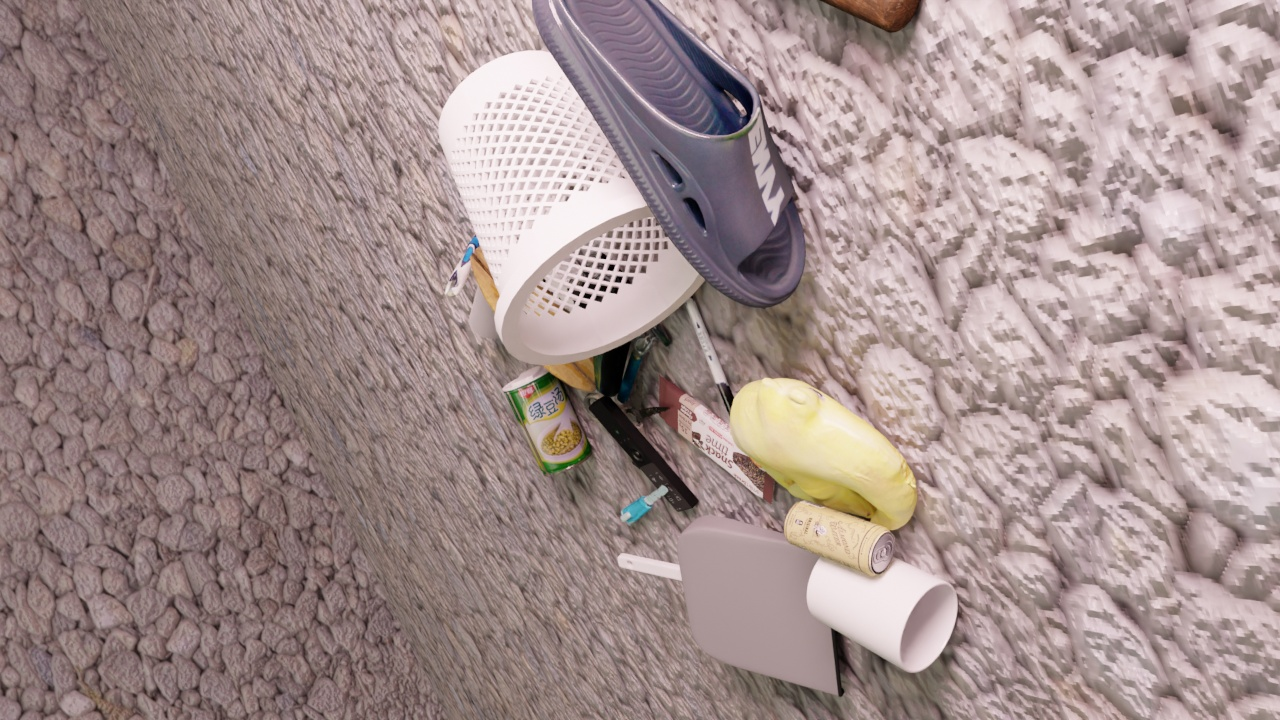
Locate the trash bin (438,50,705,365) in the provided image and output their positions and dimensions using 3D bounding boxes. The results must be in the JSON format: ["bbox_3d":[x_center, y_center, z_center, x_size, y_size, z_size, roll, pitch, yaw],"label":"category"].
[{"bbox_3d":[-0.065,-0.134,0.754,0.199,0.195,0.196,60,152,23],"label":"trash bin"}]

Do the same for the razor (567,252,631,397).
[{"bbox_3d":[-0.038,-0.031,0.890,0.053,0.067,0.152,-105,15,-55],"label":"razor"}]

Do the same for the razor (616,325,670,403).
[{"bbox_3d":[-0.005,0.005,0.924,0.042,0.022,0.144,52,150,18],"label":"razor"}]

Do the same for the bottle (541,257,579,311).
[{"bbox_3d":[-0.077,-0.083,0.938,0.116,0.041,0.041,51,149,17],"label":"bottle"}]

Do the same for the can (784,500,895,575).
[{"bbox_3d":[0.155,0.138,0.718,0.080,0.038,0.038,14,126,45],"label":"can"}]

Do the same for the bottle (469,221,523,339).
[{"bbox_3d":[-0.154,-0.093,1.038,0.052,0.052,0.196,54,149,13],"label":"bottle"}]

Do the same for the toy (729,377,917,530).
[{"bbox_3d":[0.137,0.069,0.715,0.171,0.064,0.155,19,148,45],"label":"toy"}]

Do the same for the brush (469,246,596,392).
[{"bbox_3d":[-0.106,-0.045,0.966,0.059,0.043,0.195,-34,108,20],"label":"brush"}]

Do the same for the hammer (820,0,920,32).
[{"bbox_3d":[0.047,-0.252,0.610,0.300,0.037,0.218,41,145,30],"label":"hammer"}]

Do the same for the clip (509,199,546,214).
[{"bbox_3d":[-0.126,-0.192,0.939,0.102,0.052,0.058,53,178,14],"label":"clip"}]

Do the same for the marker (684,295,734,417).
[{"bbox_3d":[0.059,-0.014,0.818,0.011,0.011,0.152,-5,110,58],"label":"marker"}]

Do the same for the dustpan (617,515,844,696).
[{"bbox_3d":[0.078,0.229,0.919,0.258,0.033,0.163,4,114,34],"label":"dustpan"}]

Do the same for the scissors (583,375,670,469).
[{"bbox_3d":[-0.013,0.062,0.971,0.166,0.012,0.158,23,143,42],"label":"scissors"}]

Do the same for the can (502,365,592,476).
[{"bbox_3d":[-0.110,0.070,1.094,0.067,0.067,0.121,-8,109,59],"label":"can"}]

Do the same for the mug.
[{"bbox_3d":[0.200,0.203,0.737,0.091,0.073,0.110,21,157,49],"label":"mug"}]

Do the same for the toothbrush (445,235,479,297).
[{"bbox_3d":[-0.178,-0.120,0.967,0.188,0.016,0.017,-82,-3,-52],"label":"toothbrush"}]

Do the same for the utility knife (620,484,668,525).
[{"bbox_3d":[0.005,0.164,1.027,0.022,0.015,0.179,58,158,7],"label":"utility knife"}]

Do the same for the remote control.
[{"bbox_3d":[0.002,0.099,0.968,0.150,0.013,0.034,50,151,-4],"label":"remote control"}]

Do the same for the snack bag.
[{"bbox_3d":[0.069,0.075,0.875,0.158,0.013,0.057,37,144,35],"label":"snack bag"}]

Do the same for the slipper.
[{"bbox_3d":[0.041,-0.161,0.603,0.268,0.110,0.084,52,142,-12],"label":"slipper"}]
